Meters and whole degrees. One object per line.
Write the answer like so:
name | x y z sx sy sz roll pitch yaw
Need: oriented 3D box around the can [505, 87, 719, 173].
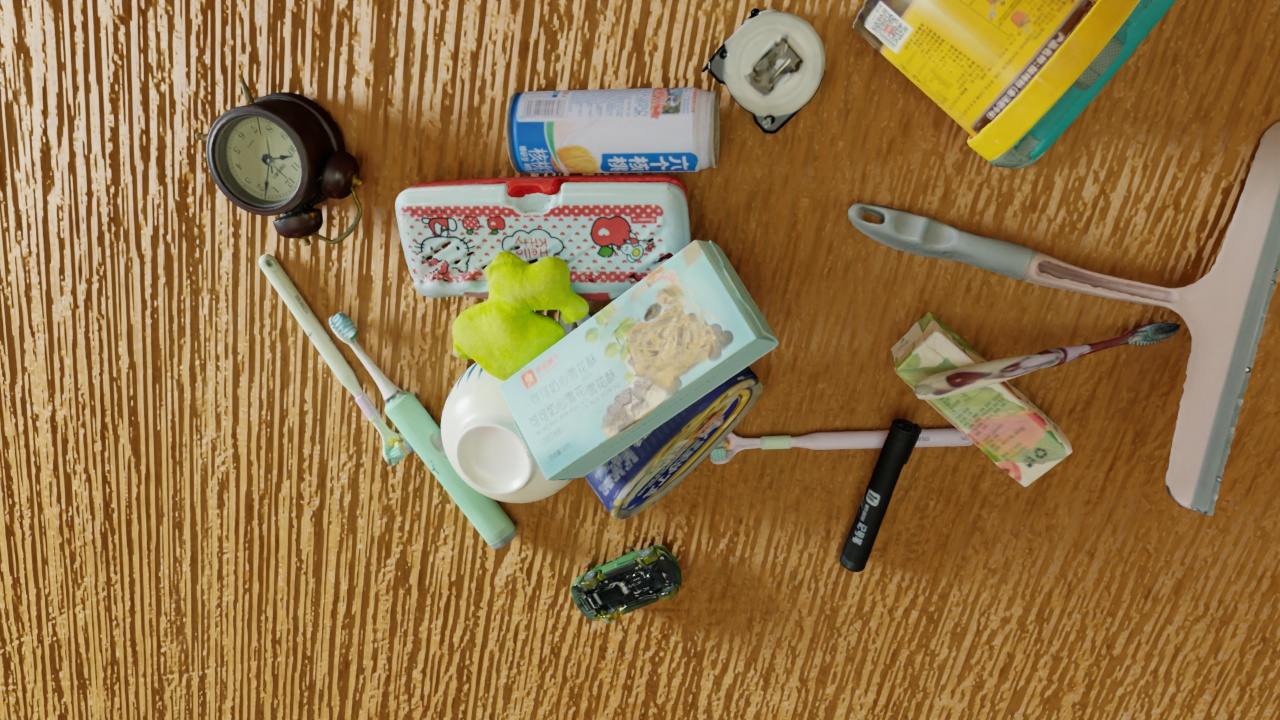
can | -0.017 -0.150 0.600 0.135 0.053 0.053 1 110 10

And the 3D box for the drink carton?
drink carton | 0.226 0.026 0.621 0.122 0.053 0.046 40 112 -5

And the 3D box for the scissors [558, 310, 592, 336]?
scissors | -0.052 -0.053 0.665 0.159 0.014 0.178 36 113 -4

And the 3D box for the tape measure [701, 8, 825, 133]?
tape measure | 0.083 -0.187 0.580 0.066 0.033 0.066 42 112 -8

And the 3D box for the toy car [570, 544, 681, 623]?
toy car | -0.010 0.174 0.727 0.091 0.036 0.043 -24 103 19

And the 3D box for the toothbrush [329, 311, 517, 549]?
toothbrush | -0.171 0.056 0.719 0.027 0.026 0.224 -26 104 40

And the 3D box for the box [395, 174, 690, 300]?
box | -0.065 -0.081 0.623 0.201 0.046 0.087 0 115 10

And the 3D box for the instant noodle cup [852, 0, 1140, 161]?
instant noodle cup | 0.194 -0.194 0.517 0.114 0.118 0.119 38 112 3

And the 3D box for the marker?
marker | 0.172 0.099 0.665 0.022 0.020 0.132 -5 124 -25

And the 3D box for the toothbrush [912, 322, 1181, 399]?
toothbrush | 0.261 -0.001 0.586 0.187 0.017 0.016 -13 87 -10

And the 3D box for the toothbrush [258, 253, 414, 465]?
toothbrush | -0.237 -0.001 0.715 0.189 0.029 0.020 58 149 -11

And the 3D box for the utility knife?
utility knife | 0.283 -0.190 0.552 0.029 0.013 0.187 31 112 -12

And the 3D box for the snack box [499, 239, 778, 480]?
snack box | -0.004 0.003 0.592 0.175 0.051 0.074 -35 73 19

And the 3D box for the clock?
clock | -0.247 -0.135 0.647 0.082 0.055 0.122 -41 100 20

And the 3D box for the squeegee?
squeegee | 0.255 -0.061 0.582 0.250 0.040 0.247 18 85 16

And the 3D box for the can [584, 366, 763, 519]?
can | 0.019 0.048 0.648 0.148 0.074 0.049 -47 65 18

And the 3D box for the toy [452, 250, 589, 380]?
toy | -0.082 -0.026 0.620 0.097 0.031 0.100 7 120 8

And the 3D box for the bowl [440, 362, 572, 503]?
bowl | -0.097 0.058 0.681 0.116 0.066 0.117 5 113 11

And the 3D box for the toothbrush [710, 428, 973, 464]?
toothbrush | 0.144 0.058 0.665 0.189 0.021 0.029 -3 88 9
